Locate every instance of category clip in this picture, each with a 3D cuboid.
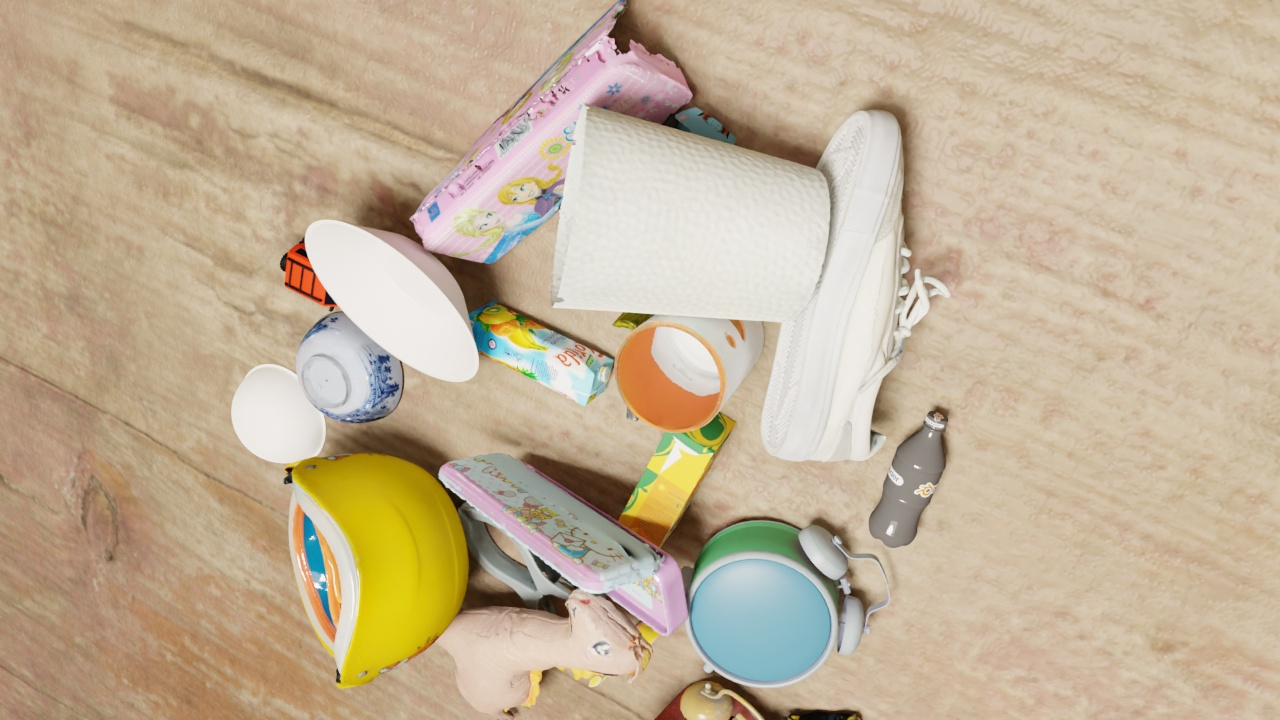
[{"bbox_3d":[-0.103,0.189,0.862,0.091,0.027,0.162,-34,95,33],"label":"clip"}]

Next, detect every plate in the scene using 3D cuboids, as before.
[{"bbox_3d":[-0.193,-0.057,0.751,0.174,0.036,0.174,27,149,17],"label":"plate"}]

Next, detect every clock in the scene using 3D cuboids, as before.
[{"bbox_3d":[0.068,0.341,0.812,0.117,0.081,0.159,41,131,17],"label":"clock"},{"bbox_3d":[0.118,0.191,0.740,0.162,0.075,0.122,-16,102,16],"label":"clock"}]

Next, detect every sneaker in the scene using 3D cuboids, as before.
[{"bbox_3d":[0.152,-0.044,0.627,0.090,0.089,0.242,7,104,-12],"label":"sneaker"}]

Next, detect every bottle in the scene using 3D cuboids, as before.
[{"bbox_3d":[0.201,0.087,0.677,0.036,0.036,0.110,21,117,16],"label":"bottle"}]

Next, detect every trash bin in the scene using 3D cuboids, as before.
[{"bbox_3d":[0.030,-0.089,0.609,0.161,0.133,0.133,8,116,-10],"label":"trash bin"}]

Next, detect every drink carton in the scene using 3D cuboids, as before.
[{"bbox_3d":[0.026,0.097,0.748,0.041,0.058,0.123,32,120,10],"label":"drink carton"},{"bbox_3d":[-0.085,-0.006,0.767,0.129,0.044,0.039,26,119,15],"label":"drink carton"}]

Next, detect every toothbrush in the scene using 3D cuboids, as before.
[{"bbox_3d":[-0.010,0.269,0.858,0.021,0.016,0.136,44,122,8],"label":"toothbrush"}]

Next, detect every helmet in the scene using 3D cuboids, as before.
[{"bbox_3d":[-0.241,0.182,0.855,0.241,0.139,0.209,-28,77,62],"label":"helmet"}]

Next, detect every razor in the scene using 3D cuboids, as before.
[{"bbox_3d":[-0.004,0.004,0.744,0.026,0.042,0.106,14,124,17],"label":"razor"}]

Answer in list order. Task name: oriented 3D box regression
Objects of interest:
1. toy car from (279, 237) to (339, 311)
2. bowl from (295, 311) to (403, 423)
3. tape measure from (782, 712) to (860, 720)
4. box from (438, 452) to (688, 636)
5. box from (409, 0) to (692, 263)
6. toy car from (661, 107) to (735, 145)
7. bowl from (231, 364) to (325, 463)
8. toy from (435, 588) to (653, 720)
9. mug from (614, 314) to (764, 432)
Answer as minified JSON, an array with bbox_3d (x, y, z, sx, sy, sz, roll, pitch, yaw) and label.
[{"bbox_3d":[-0.274,-0.072,0.823,0.100,0.048,0.051,26,118,13],"label":"toy car"},{"bbox_3d":[-0.284,0.014,0.864,0.114,0.045,0.114,9,113,21],"label":"bowl"},{"bbox_3d":[0.159,0.341,0.795,0.072,0.042,0.072,-9,109,24],"label":"tape measure"},{"bbox_3d":[-0.060,0.138,0.743,0.214,0.140,0.062,25,80,42],"label":"box"},{"bbox_3d":[-0.080,-0.172,0.688,0.231,0.084,0.090,-33,66,31],"label":"box"},{"bbox_3d":[0.024,-0.136,0.671,0.060,0.027,0.108,35,120,-12],"label":"toy car"},{"bbox_3d":[-0.377,0.062,0.928,0.110,0.040,0.110,9,113,21],"label":"bowl"},{"bbox_3d":[-0.084,0.279,0.839,0.265,0.065,0.196,-9,121,36],"label":"toy"},{"bbox_3d":[0.039,-0.005,0.674,0.082,0.105,0.082,9,114,21],"label":"mug"}]
